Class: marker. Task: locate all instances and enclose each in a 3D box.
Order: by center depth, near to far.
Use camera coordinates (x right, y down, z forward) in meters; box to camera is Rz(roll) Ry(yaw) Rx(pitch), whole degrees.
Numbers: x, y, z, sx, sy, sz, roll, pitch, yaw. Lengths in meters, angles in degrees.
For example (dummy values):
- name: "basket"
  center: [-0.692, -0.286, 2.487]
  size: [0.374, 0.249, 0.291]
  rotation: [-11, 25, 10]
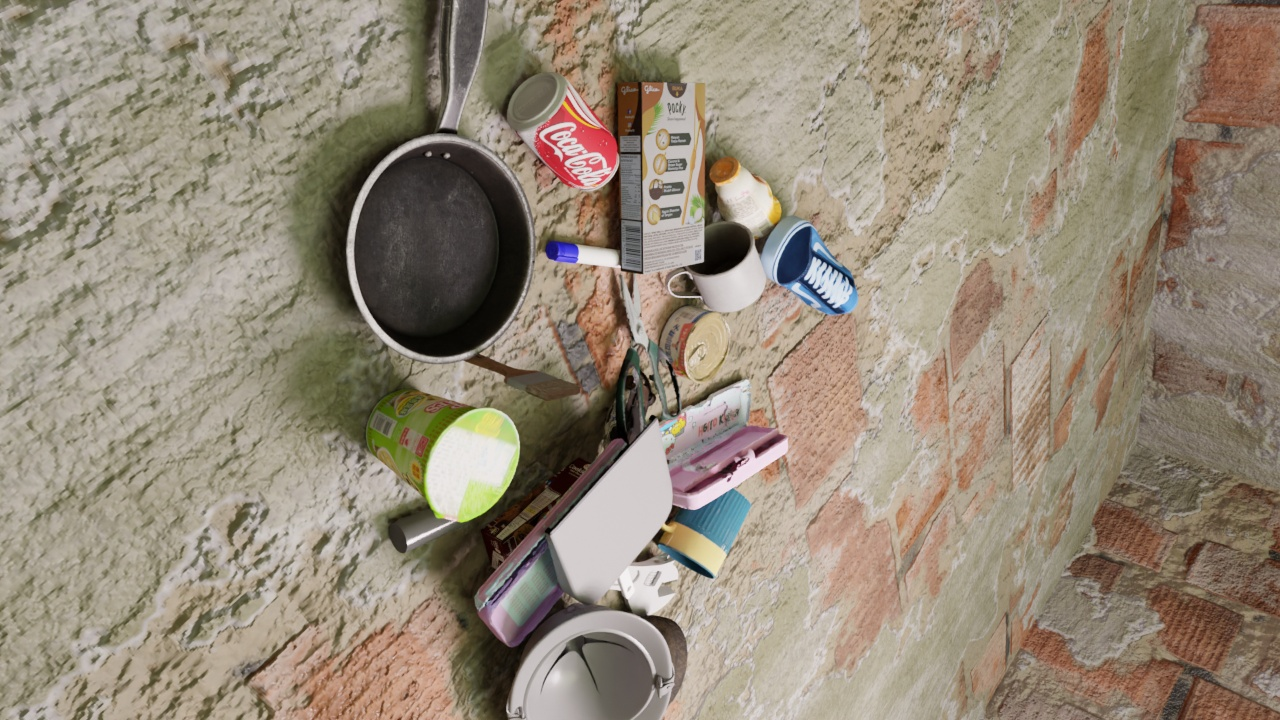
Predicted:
- name: "marker"
  center: [-0.039, -0.105, 0.936]
  size: [0.141, 0.020, 0.020]
  rotation: [0, 106, -50]

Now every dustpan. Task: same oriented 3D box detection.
- name: "dustpan"
  center: [-0.024, 0.190, 0.976]
  size: [0.162, 0.033, 0.258]
  rotation: [-46, 144, -28]

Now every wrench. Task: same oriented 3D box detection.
- name: "wrench"
  center: [-0.044, 0.263, 1.089]
  size: [0.273, 0.018, 0.087]
  rotation: [18, 104, -48]

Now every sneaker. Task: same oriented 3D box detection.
- name: "sneaker"
  center: [0.225, -0.109, 1.139]
  size: [0.083, 0.098, 0.241]
  rotation: [-61, 154, 3]

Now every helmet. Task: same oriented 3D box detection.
- name: "helmet"
  center: [-0.066, 0.333, 1.027]
  size: [0.183, 0.117, 0.272]
  rotation: [-8, 126, -14]

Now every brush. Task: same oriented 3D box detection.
- name: "brush"
  center: [-0.121, 0.008, 0.791]
  size: [0.045, 0.143, 0.008]
  rotation: [-12, 117, -56]

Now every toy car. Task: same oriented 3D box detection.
- name: "toy car"
  center: [-0.016, 0.062, 1.026]
  size: [0.048, 0.041, 0.112]
  rotation: [47, 52, -48]

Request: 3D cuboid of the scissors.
- name: "scissors"
  center: [-0.009, 0.004, 0.987]
  size: [0.146, 0.015, 0.210]
  rotation: [-49, 129, -45]

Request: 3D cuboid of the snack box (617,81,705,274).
- name: "snack box"
  center: [0.023, -0.189, 0.945]
  size: [0.100, 0.032, 0.186]
  rotation: [-18, 113, -46]

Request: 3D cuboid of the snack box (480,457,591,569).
- name: "snack box"
  center: [-0.100, 0.165, 0.974]
  size: [0.140, 0.032, 0.051]
  rotation: [-35, 130, -35]

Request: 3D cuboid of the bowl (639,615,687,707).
- name: "bowl"
  center: [-0.005, 0.365, 1.115]
  size: [0.056, 0.121, 0.121]
  rotation: [30, 82, -32]

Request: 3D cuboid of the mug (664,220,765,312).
- name: "mug"
  center: [0.084, -0.099, 1.044]
  size: [0.113, 0.084, 0.070]
  rotation: [-31, 137, 0]

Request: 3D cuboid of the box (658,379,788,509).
- name: "box"
  center: [0.095, 0.096, 1.141]
  size: [0.201, 0.087, 0.103]
  rotation: [-24, 111, -41]

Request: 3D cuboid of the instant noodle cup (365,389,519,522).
- name: "instant noodle cup"
  center: [-0.175, 0.071, 0.784]
  size: [0.098, 0.108, 0.099]
  rotation: [-24, 123, -42]

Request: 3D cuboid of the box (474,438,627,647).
- name: "box"
  center: [-0.084, 0.180, 0.933]
  size: [0.213, 0.049, 0.150]
  rotation: [-47, 157, -25]

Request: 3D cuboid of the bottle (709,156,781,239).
- name: "bottle"
  center: [0.117, -0.187, 1.048]
  size: [0.063, 0.063, 0.109]
  rotation: [-60, 141, -11]

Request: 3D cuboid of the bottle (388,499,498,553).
- name: "bottle"
  center: [-0.182, 0.147, 0.871]
  size: [0.112, 0.030, 0.030]
  rotation: [-20, 120, -44]

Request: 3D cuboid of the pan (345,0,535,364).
- name: "pan"
  center: [-0.156, -0.174, 0.744]
  size: [0.186, 0.055, 0.357]
  rotation: [-7, 105, -48]

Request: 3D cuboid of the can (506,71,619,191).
- name: "can"
  center: [-0.067, -0.203, 0.824]
  size: [0.105, 0.064, 0.064]
  rotation: [42, 74, -49]

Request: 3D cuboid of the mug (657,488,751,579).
- name: "mug"
  center: [0.072, 0.202, 1.162]
  size: [0.113, 0.083, 0.107]
  rotation: [39, 74, -21]

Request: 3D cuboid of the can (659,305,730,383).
- name: "can"
  center: [0.065, -0.019, 1.077]
  size: [0.086, 0.043, 0.086]
  rotation: [-23, 122, -42]
